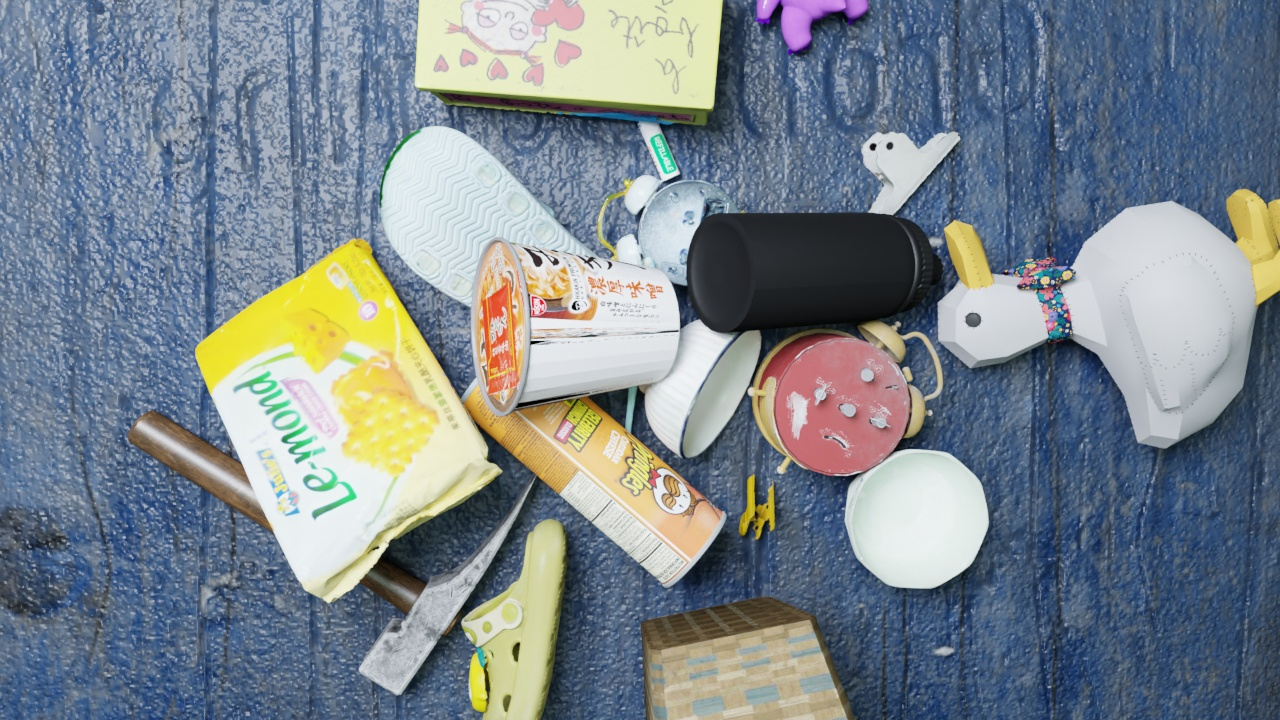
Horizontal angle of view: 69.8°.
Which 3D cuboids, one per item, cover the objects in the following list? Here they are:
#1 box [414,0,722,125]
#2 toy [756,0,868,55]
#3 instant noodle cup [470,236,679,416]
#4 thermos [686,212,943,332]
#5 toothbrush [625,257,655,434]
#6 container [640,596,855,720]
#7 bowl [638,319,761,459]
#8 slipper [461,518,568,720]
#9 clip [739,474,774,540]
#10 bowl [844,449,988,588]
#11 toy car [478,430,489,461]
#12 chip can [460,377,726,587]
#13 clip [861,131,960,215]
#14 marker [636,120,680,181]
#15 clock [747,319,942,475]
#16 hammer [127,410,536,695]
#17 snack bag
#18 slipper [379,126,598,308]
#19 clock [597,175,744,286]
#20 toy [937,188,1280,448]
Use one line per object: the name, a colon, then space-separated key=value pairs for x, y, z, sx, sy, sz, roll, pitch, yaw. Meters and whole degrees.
box: x=-0.048 y=-0.248 z=0.687 sx=0.221 sy=0.082 sz=0.124 roll=8 pitch=96 yaw=4
toy: x=0.134 y=-0.302 z=0.723 sx=0.106 sy=0.056 sz=0.088 roll=-30 pitch=93 yaw=-2
instant noodle cup: x=-0.045 y=-0.025 z=0.659 sx=0.121 sy=0.124 sz=0.123 roll=-2 pitch=96 yaw=-26
thermos: x=0.142 y=-0.071 z=0.706 sx=0.198 sy=0.086 sz=0.086 roll=-6 pitch=97 yaw=-30
toothbrush: x=-0.004 y=0.004 z=0.737 sx=0.016 sy=0.016 sz=0.181 roll=13 pitch=112 yaw=13
container: x=0.076 y=0.287 z=0.683 sx=0.157 sy=0.250 sz=0.186 roll=-10 pitch=80 yaw=-4
bowl: x=0.040 y=0.013 z=0.728 sx=0.062 sy=0.118 sz=0.118 roll=29 pitch=93 yaw=21
slipper: x=-0.106 y=0.220 z=0.743 sx=0.081 sy=0.091 sz=0.190 roll=11 pitch=91 yaw=-3
clip: x=0.101 y=0.130 z=0.774 sx=0.044 sy=0.053 sz=0.049 roll=-13 pitch=122 yaw=13
bowl: x=0.223 y=0.126 z=0.771 sx=0.117 sy=0.061 sz=0.117 roll=-1 pitch=96 yaw=-5
toy car: x=-0.158 y=0.082 z=0.715 sx=0.090 sy=0.027 sz=0.038 roll=-32 pitch=84 yaw=1
chip can: x=-0.038 y=0.080 z=0.723 sx=0.215 sy=0.075 sz=0.075 roll=40 pitch=91 yaw=2
clip: x=0.211 y=-0.165 z=0.766 sx=0.056 sy=0.046 sz=0.102 roll=41 pitch=90 yaw=-12
marker: x=-0.004 y=-0.215 z=0.740 sx=0.017 sy=0.017 sz=0.145 roll=-25 pitch=97 yaw=-2
clock: x=0.172 y=0.029 z=0.747 sx=0.159 sy=0.081 sz=0.117 roll=-21 pitch=97 yaw=-2
hammer: x=-0.255 y=0.103 z=0.744 sx=0.300 sy=0.037 sz=0.218 roll=34 pitch=92 yaw=-6
snack bag: x=-0.219 y=0.035 z=0.687 sx=0.159 sy=0.068 sz=0.247 roll=-34 pitch=69 yaw=1
slipper: x=-0.097 y=-0.079 z=0.722 sx=0.245 sy=0.074 sz=0.104 roll=38 pitch=95 yaw=-23
clock: x=0.024 y=-0.104 z=0.734 sx=0.117 sy=0.057 sz=0.083 roll=11 pitch=95 yaw=-6
toy: x=0.384 y=-0.040 z=0.736 sx=0.268 sy=0.140 sz=0.247 roll=-26 pitch=99 yaw=16
